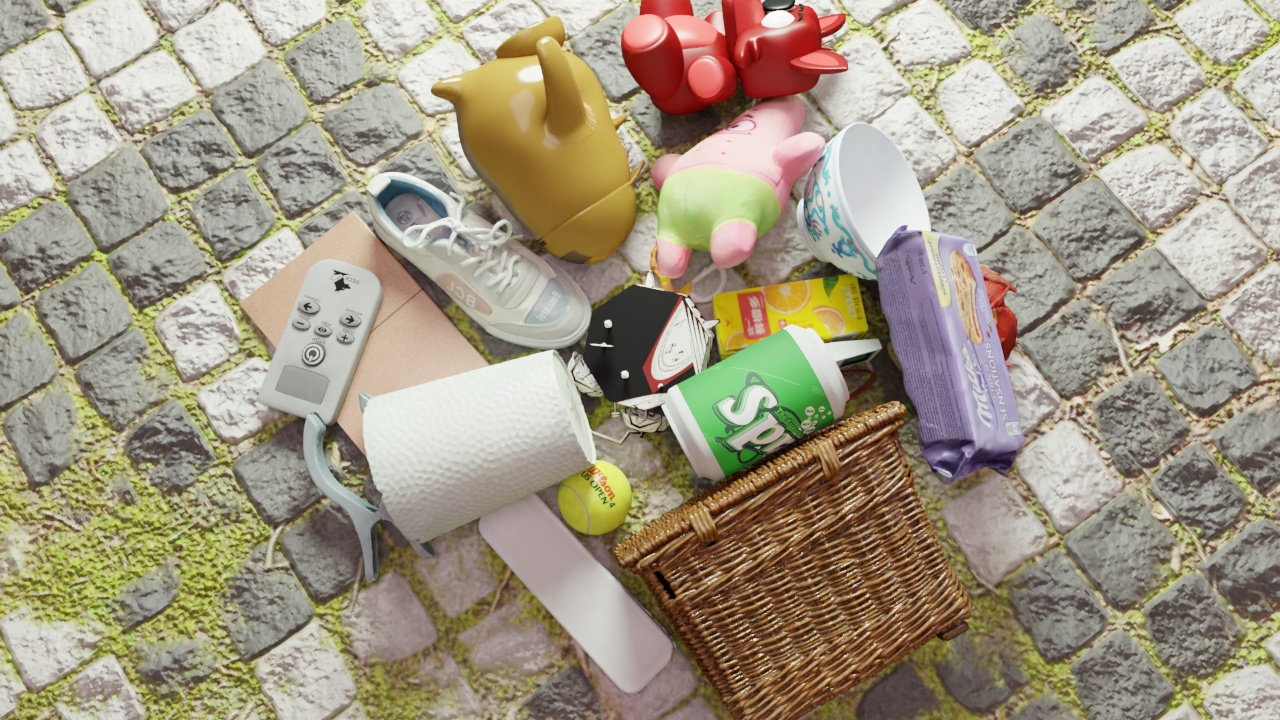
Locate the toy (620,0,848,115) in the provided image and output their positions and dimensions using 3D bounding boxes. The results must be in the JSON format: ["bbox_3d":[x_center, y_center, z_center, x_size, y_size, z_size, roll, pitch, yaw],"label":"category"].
[{"bbox_3d":[0.090,-0.295,0.852,0.197,0.121,0.158,-1,34,13],"label":"toy"}]

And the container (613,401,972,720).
[{"bbox_3d":[0.128,0.174,0.753,0.250,0.162,0.183,-28,84,-4],"label":"container"}]

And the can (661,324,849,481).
[{"bbox_3d":[0.095,0.036,0.765,0.140,0.088,0.087,-28,79,2],"label":"can"}]

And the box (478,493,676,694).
[{"bbox_3d":[-0.057,0.201,0.816,0.064,0.033,0.209,-43,80,-6],"label":"box"}]

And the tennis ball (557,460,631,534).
[{"bbox_3d":[-0.040,0.121,0.811,0.065,0.065,0.065,0,79,1],"label":"tennis ball"}]

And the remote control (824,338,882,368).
[{"bbox_3d":[0.143,0.003,0.837,0.143,0.049,0.024,-16,77,-1],"label":"remote control"}]

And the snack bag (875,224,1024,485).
[{"bbox_3d":[0.245,-0.005,0.735,0.059,0.096,0.205,-19,76,42],"label":"snack bag"}]

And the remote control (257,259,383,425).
[{"bbox_3d":[-0.297,-0.020,0.859,0.074,0.019,0.151,17,80,5],"label":"remote control"}]

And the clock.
[{"bbox_3d":[-0.005,0.005,0.824,0.114,0.065,0.155,36,100,8],"label":"clock"}]

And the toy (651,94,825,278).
[{"bbox_3d":[0.091,-0.173,0.838,0.192,0.097,0.236,0,47,44],"label":"toy"}]

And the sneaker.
[{"bbox_3d":[-0.154,-0.093,0.844,0.242,0.091,0.089,34,81,7],"label":"sneaker"}]

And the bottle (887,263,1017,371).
[{"bbox_3d":[0.288,-0.025,0.816,0.111,0.099,0.099,-42,81,-7],"label":"bottle"}]

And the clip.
[{"bbox_3d":[-0.265,0.122,0.825,0.127,0.028,0.167,-19,89,-1],"label":"clip"}]

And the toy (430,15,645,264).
[{"bbox_3d":[-0.072,-0.188,0.839,0.162,0.199,0.203,-33,99,-22],"label":"toy"}]

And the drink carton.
[{"bbox_3d":[0.135,-0.040,0.851,0.134,0.043,0.058,-9,76,-1],"label":"drink carton"}]

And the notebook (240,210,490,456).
[{"bbox_3d":[-0.263,-0.024,0.875,0.141,0.008,0.209,-41,81,-6],"label":"notebook"}]

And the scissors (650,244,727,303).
[{"bbox_3d":[0.033,-0.054,0.871,0.097,0.012,0.133,21,79,6],"label":"scissors"}]

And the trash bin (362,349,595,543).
[{"bbox_3d":[-0.131,0.066,0.782,0.161,0.133,0.133,-20,79,3],"label":"trash bin"}]

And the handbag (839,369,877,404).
[{"bbox_3d":[0.162,0.033,0.841,0.119,0.029,0.055,-21,109,-9],"label":"handbag"}]

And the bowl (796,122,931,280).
[{"bbox_3d":[0.190,-0.131,0.824,0.143,0.074,0.143,18,63,-40],"label":"bowl"}]
